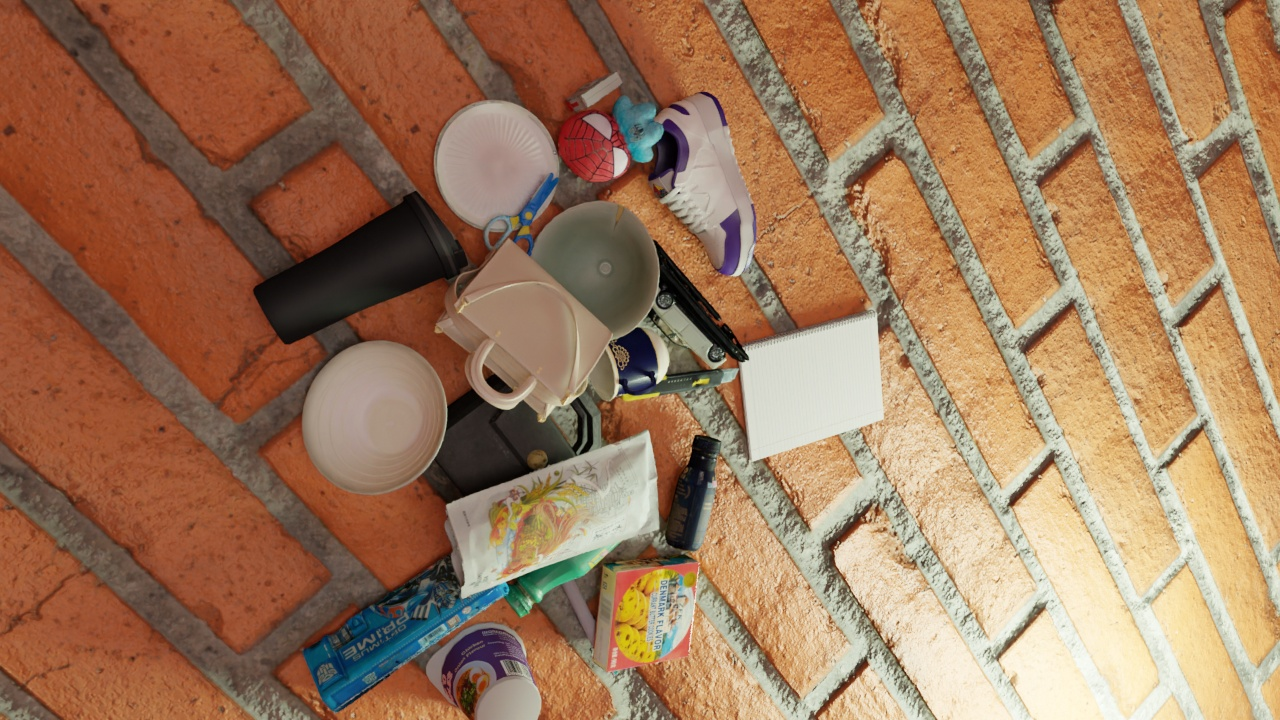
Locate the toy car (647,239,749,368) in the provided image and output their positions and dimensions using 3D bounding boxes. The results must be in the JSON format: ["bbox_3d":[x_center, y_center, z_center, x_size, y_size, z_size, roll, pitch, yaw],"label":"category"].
[{"bbox_3d":[0.057,-0.062,1.226,0.071,0.094,0.191,-39,117,13],"label":"toy car"}]

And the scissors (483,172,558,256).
[{"bbox_3d":[-0.136,-0.175,1.128,0.070,0.022,0.130,42,77,-24],"label":"scissors"}]

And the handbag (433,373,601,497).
[{"bbox_3d":[-0.137,0.111,1.143,0.199,0.102,0.197,-40,113,-14],"label":"handbag"}]

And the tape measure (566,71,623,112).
[{"bbox_3d":[-0.060,-0.330,1.126,0.060,0.062,0.020,-40,113,-20],"label":"tape measure"}]

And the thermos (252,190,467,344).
[{"bbox_3d":[-0.314,-0.100,1.029,0.218,0.106,0.106,-29,110,-13],"label":"thermos"}]

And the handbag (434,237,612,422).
[{"bbox_3d":[-0.144,-0.019,1.053,0.194,0.102,0.197,42,36,-12],"label":"handbag"}]

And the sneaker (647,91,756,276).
[{"bbox_3d":[0.071,-0.217,1.194,0.111,0.092,0.244,-21,103,-20],"label":"sneaker"}]

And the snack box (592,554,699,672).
[{"bbox_3d":[0.009,0.349,1.278,0.144,0.040,0.142,2,97,-34],"label":"snack box"}]

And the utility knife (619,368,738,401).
[{"bbox_3d":[0.056,0.030,1.268,0.187,0.020,0.029,-9,104,-25],"label":"utility knife"}]

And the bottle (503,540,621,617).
[{"bbox_3d":[-0.090,0.250,1.205,0.209,0.068,0.068,-40,113,-16],"label":"bottle"}]

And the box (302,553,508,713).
[{"bbox_3d":[-0.278,0.335,1.130,0.243,0.092,0.085,-32,131,-17],"label":"box"}]

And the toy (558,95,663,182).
[{"bbox_3d":[-0.036,-0.272,1.135,0.133,0.062,0.092,-23,116,6],"label":"toy"}]

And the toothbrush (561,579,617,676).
[{"bbox_3d":[-0.071,0.363,1.265,0.019,0.018,0.188,-31,111,-23],"label":"toothbrush"}]

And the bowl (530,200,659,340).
[{"bbox_3d":[-0.049,-0.113,1.160,0.174,0.067,0.174,3,100,15],"label":"bowl"}]

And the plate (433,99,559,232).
[{"bbox_3d":[-0.175,-0.235,1.114,0.156,0.014,0.157,-4,101,-25],"label":"plate"}]

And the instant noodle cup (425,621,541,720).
[{"bbox_3d":[-0.191,0.413,1.159,0.136,0.122,0.122,9,95,-26],"label":"instant noodle cup"}]

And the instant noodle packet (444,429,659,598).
[{"bbox_3d":[-0.096,0.188,1.103,0.268,0.057,0.147,-16,118,-23],"label":"instant noodle packet"}]

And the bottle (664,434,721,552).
[{"bbox_3d":[0.076,0.184,1.282,0.056,0.056,0.161,12,94,-27],"label":"bottle"}]

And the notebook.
[{"bbox_3d":[0.258,0.034,1.368,0.245,0.013,0.178,-14,107,-23],"label":"notebook"}]

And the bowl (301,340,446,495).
[{"bbox_3d":[-0.297,0.068,1.062,0.177,0.058,0.176,-2,80,11],"label":"bowl"}]

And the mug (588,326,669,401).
[{"bbox_3d":[-0.007,0.007,1.184,0.089,0.112,0.086,-15,129,-25],"label":"mug"}]
